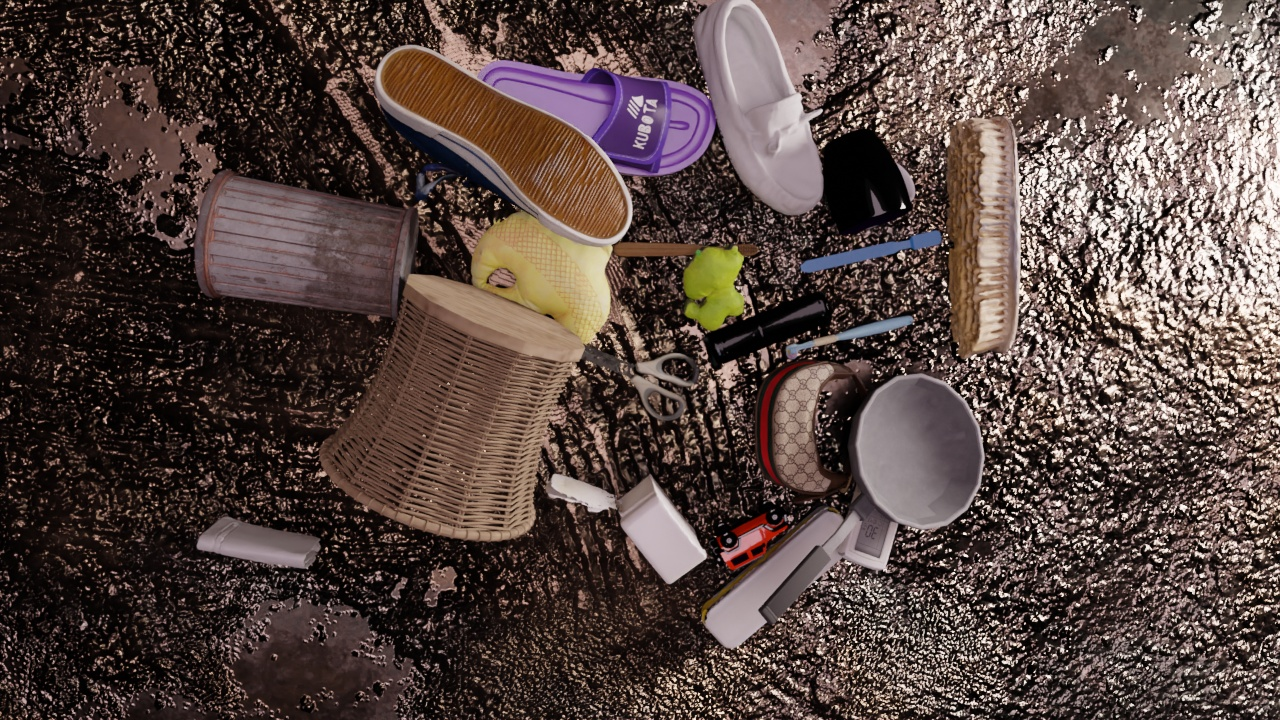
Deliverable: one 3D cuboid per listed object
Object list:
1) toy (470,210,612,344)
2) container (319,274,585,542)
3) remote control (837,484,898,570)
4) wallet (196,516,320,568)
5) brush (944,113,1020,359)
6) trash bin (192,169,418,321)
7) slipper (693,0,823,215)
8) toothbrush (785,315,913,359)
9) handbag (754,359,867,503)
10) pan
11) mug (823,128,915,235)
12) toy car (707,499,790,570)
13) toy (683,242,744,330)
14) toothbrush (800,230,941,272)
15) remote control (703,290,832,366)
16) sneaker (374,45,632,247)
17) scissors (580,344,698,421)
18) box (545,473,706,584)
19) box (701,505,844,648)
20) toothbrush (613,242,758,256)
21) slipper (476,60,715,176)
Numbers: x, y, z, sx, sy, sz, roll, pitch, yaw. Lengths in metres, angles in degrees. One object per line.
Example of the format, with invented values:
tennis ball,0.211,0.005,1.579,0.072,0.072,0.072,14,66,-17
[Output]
toy,-0.103,-0.092,1.013,0.155,0.064,0.170,-37,95,14
container,-0.180,0.040,0.926,0.227,0.226,0.196,22,100,-8
remote control,0.277,0.175,1.082,0.060,0.025,0.138,23,79,-17
wallet,-0.418,0.206,1.007,0.116,0.086,0.032,14,90,-4
brush,0.388,-0.139,1.041,0.056,0.083,0.271,-4,98,-6
trash bin,-0.348,-0.117,0.951,0.211,0.131,0.131,9,96,-8
slipper,0.137,-0.277,1.002,0.112,0.074,0.247,-25,99,-6
toothbrush,0.246,-0.029,1.075,0.155,0.016,0.022,-15,130,-3
handbag,0.206,0.083,1.067,0.138,0.063,0.166,-3,96,-15
pan,0.252,0.160,1.031,0.356,0.041,0.178,-42,98,-22
mug,0.260,-0.204,1.030,0.118,0.085,0.100,-15,85,-33
toy car,0.130,0.206,1.076,0.100,0.051,0.049,-27,96,-1
toy,0.083,-0.085,1.039,0.094,0.036,0.093,-36,113,11
toothbrush,0.267,-0.126,1.069,0.166,0.014,0.016,-13,98,0
remote control,0.149,-0.037,1.063,0.152,0.020,0.041,-22,100,-4
sneaker,-0.148,-0.203,0.968,0.294,0.127,0.120,32,73,-6
scissors,-0.010,0.023,1.036,0.169,0.012,0.132,-10,106,-22
box,-0.010,0.166,1.030,0.190,0.110,0.083,36,92,-7
box,0.164,0.257,1.097,0.209,0.033,0.064,-40,102,1
toothbrush,0.052,-0.126,1.045,0.167,0.016,0.016,0,96,-5
slipper,-0.048,-0.264,0.983,0.266,0.084,0.107,9,96,-7
